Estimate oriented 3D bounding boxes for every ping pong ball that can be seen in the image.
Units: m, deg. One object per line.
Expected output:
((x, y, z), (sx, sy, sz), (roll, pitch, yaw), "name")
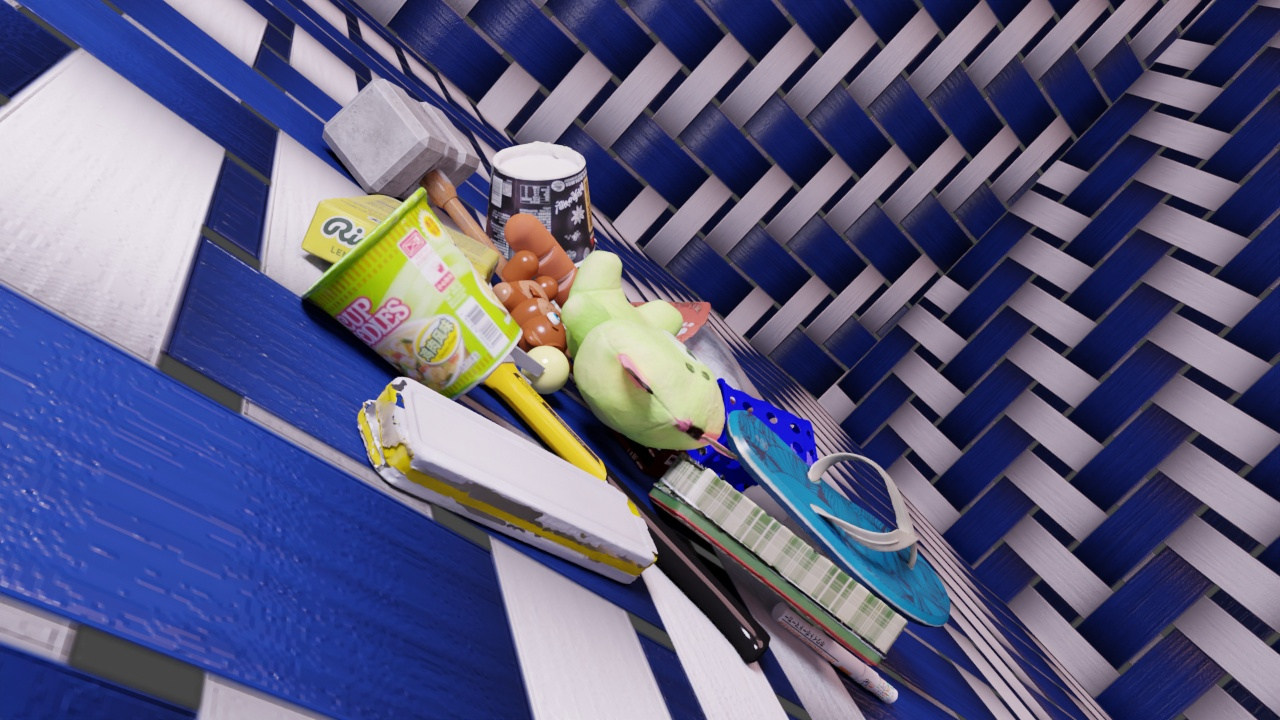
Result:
((-0.079, 0.008, 0.758), (0.040, 0.040, 0.040), (42, 9, -8), "ping pong ball")

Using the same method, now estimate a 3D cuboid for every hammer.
((-0.027, 0.088, 0.661), (0.323, 0.029, 0.127), (45, 9, 8), "hammer")
((-0.167, -0.127, 0.938), (0.317, 0.083, 0.162), (51, 9, 3), "hammer")

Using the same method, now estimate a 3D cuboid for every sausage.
((-0.080, -0.082, 0.924), (0.164, 0.039, 0.044), (53, 11, -30), "sausage")

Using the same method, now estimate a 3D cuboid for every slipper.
((0.193, 0.137, 0.817), (0.295, 0.060, 0.118), (41, 27, -15), "slipper")

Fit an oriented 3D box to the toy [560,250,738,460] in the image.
((-0.005, 0.005, 0.775), (0.150, 0.107, 0.196), (38, 24, -31), "toy")

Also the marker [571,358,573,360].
((-0.083, -0.024, 0.966), (0.133, 0.017, 0.020), (46, 11, 16), "marker")

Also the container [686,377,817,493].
((0.106, 0.087, 0.913), (0.113, 0.085, 0.085), (24, 42, -22), "container")

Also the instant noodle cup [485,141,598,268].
((-0.115, -0.178, 1.045), (0.137, 0.112, 0.137), (3, 34, -2), "instant noodle cup")

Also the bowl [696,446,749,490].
((0.114, 0.114, 1.019), (0.120, 0.066, 0.120), (42, 9, -8), "bowl")

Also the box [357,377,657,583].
((-0.069, 0.076, 0.527), (0.209, 0.037, 0.064), (35, 17, -42), "box")

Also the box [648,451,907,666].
((0.105, 0.155, 0.729), (0.205, 0.051, 0.118), (37, -3, -9), "box")

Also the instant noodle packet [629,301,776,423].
((0.072, 0.037, 1.058), (0.221, 0.083, 0.165), (47, -23, -26), "instant noodle packet")

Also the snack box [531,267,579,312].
((-0.077, -0.085, 1.091), (0.053, 0.075, 0.174), (34, 12, -40), "snack box")

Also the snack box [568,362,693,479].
((-0.012, 0.052, 0.872), (0.141, 0.032, 0.051), (49, 11, 34), "snack box")

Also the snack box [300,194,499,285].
((-0.171, -0.081, 0.696), (0.121, 0.045, 0.181), (25, 9, -9), "snack box")

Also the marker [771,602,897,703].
((0.166, 0.249, 0.775), (0.145, 0.017, 0.017), (40, 10, -19), "marker")

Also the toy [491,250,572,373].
((-0.092, -0.037, 0.843), (0.095, 0.065, 0.127), (41, 13, -49), "toy")

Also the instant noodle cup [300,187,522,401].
((-0.135, -0.034, 0.566), (0.108, 0.099, 0.099), (49, 7, -17), "instant noodle cup")

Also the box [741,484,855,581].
((0.139, 0.167, 0.849), (0.156, 0.084, 0.125), (42, 15, 6), "box")
